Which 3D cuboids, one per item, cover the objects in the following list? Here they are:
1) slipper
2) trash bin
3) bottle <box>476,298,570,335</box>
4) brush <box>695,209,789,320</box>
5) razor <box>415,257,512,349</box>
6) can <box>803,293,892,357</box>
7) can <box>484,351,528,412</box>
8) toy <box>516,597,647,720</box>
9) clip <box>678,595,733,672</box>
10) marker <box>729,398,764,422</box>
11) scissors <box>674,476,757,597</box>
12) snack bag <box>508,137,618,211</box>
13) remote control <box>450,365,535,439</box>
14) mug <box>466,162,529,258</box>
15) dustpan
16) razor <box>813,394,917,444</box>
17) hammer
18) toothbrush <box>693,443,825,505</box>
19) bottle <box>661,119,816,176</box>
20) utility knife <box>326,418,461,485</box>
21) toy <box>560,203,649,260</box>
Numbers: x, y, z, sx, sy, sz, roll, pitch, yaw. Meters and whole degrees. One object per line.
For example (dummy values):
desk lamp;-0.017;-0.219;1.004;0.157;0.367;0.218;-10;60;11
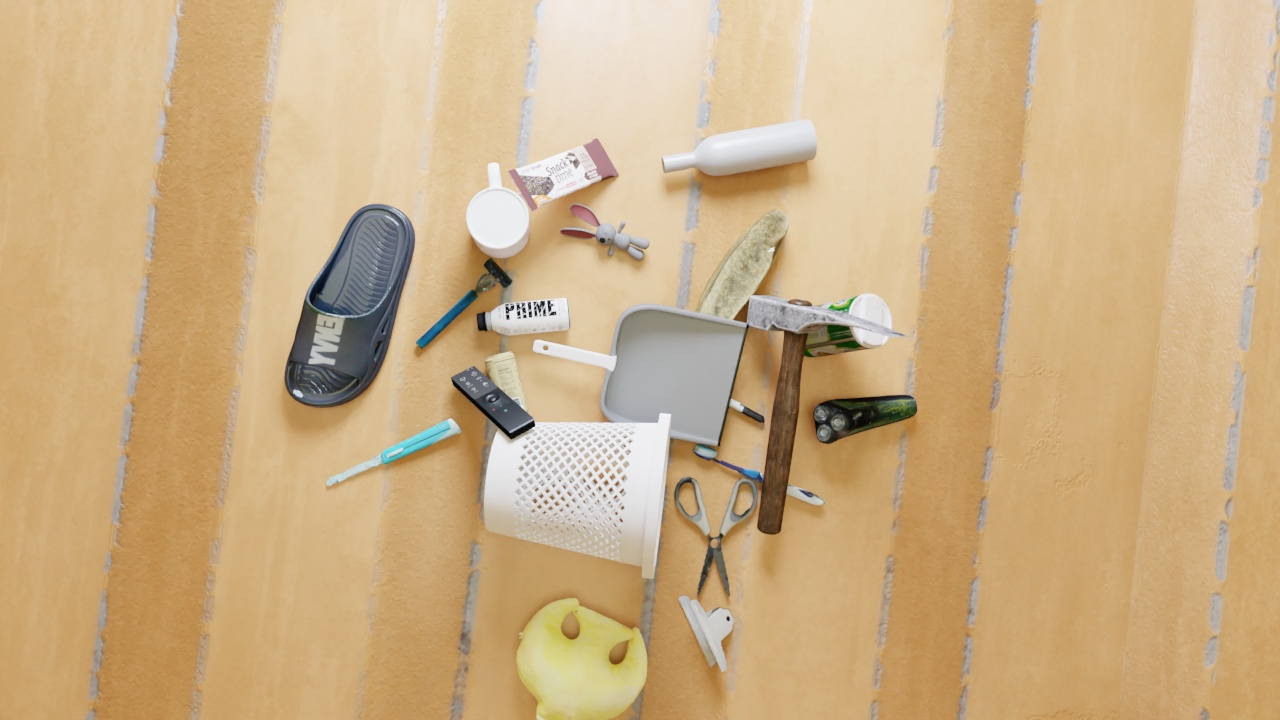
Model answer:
slipper;-0.351;-0.067;1.115;0.110;0.083;0.268;21;86;-7
trash bin;-0.073;0.151;1.099;0.199;0.195;0.195;6;89;4
bottle;-0.147;-0.053;1.155;0.116;0.041;0.041;-6;90;-6
brush;0.130;-0.112;1.181;0.059;0.043;0.195;35;88;-5
razor;-0.227;-0.067;1.157;0.144;0.022;0.042;-44;93;-4
can;0.250;-0.042;1.147;0.067;0.121;0.067;3;83;-28
can;-0.168;0.031;1.153;0.038;0.038;0.079;-15;91;-6
toy;-0.079;0.385;1.147;0.170;0.065;0.154;28;81;-5
clip;0.091;0.345;1.181;0.052;0.057;0.102;-24;93;18
marker;0.096;0.043;1.194;0.152;0.011;0.011;28;87;-4
scissors;0.099;0.218;1.191;0.165;0.012;0.157;-41;91;-5
snack bag;-0.092;-0.233;1.135;0.157;0.013;0.057;-31;91;-40
remote control;-0.179;0.048;1.107;0.034;0.150;0.013;-29;131;-25
mug;-0.175;-0.186;1.128;0.073;0.090;0.110;-5;90;-6
dustpan;-0.007;0.007;1.156;0.257;0.033;0.163;13;101;0
razor;0.294;0.072;1.188;0.151;0.067;0.054;-8;94;-14
hammer;0.203;0.081;1.114;0.037;0.218;0.301;-3;104;-38
toothbrush;0.156;0.149;1.194;0.189;0.016;0.017;23;120;-5
bottle;0.124;-0.267;1.178;0.195;0.052;0.052;-11;91;-6
utility knife;-0.310;0.119;1.152;0.179;0.015;0.022;-26;93;-3
toy;-0.044;-0.161;1.171;0.111;0.030;0.049;22;116;-8
